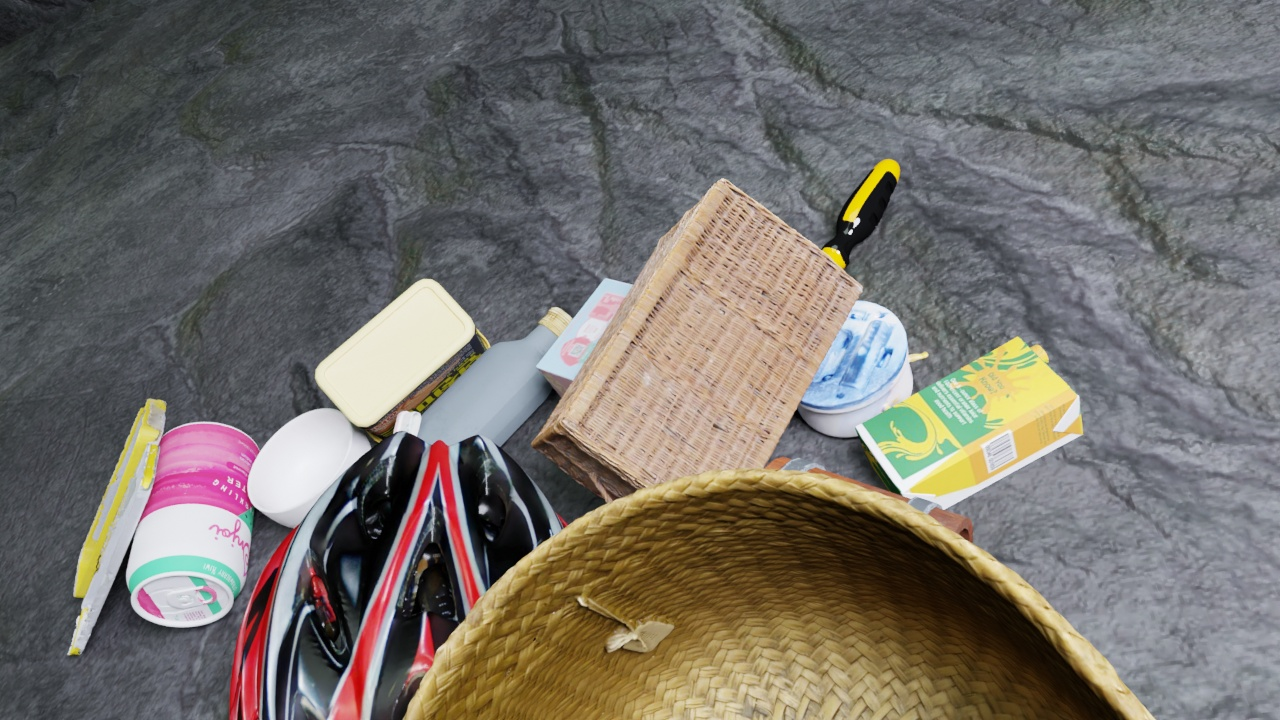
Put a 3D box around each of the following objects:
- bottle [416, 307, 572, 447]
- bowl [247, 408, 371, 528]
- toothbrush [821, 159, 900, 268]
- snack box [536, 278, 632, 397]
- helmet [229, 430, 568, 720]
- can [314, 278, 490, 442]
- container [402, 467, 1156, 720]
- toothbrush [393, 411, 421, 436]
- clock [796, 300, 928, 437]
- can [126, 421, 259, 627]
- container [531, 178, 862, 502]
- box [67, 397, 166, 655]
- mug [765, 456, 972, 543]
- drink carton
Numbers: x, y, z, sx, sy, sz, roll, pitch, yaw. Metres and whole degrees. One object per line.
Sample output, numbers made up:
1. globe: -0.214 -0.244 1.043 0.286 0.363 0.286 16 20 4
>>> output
1. bottle: -0.114 0.023 0.760 0.161 0.046 0.072 -47 45 -15
2. bowl: -0.275 0.097 0.782 0.105 0.054 0.104 -15 48 17
3. toothbrush: 0.152 -0.082 0.713 0.031 0.031 0.196 21 68 35
4. snack box: -0.004 0.004 0.688 0.095 0.079 0.092 17 62 41
5. helmet: -0.121 0.166 0.529 0.217 0.167 0.271 2 43 -11
6. can: -0.196 0.002 0.770 0.130 0.101 0.072 -42 84 -10
7. container: 0.059 0.218 0.352 0.307 0.196 0.306 -10 61 19
8. toothbrush: -0.197 0.125 0.704 0.018 0.015 0.181 -4 68 36
9. clock: 0.128 0.004 0.632 0.125 0.052 0.088 13 60 37
10. can: -0.377 0.135 0.781 0.088 0.088 0.165 -25 44 8
11. container: 0.030 0.005 0.574 0.198 0.114 0.113 -58 10 -19
12. box: -0.453 0.143 0.792 0.210 0.023 0.127 -57 39 21
13. mug: 0.116 0.121 0.518 0.111 0.081 0.117 12 64 33
14. drink carton: 0.203 0.041 0.563 0.122 0.041 0.058 -30 43 4
